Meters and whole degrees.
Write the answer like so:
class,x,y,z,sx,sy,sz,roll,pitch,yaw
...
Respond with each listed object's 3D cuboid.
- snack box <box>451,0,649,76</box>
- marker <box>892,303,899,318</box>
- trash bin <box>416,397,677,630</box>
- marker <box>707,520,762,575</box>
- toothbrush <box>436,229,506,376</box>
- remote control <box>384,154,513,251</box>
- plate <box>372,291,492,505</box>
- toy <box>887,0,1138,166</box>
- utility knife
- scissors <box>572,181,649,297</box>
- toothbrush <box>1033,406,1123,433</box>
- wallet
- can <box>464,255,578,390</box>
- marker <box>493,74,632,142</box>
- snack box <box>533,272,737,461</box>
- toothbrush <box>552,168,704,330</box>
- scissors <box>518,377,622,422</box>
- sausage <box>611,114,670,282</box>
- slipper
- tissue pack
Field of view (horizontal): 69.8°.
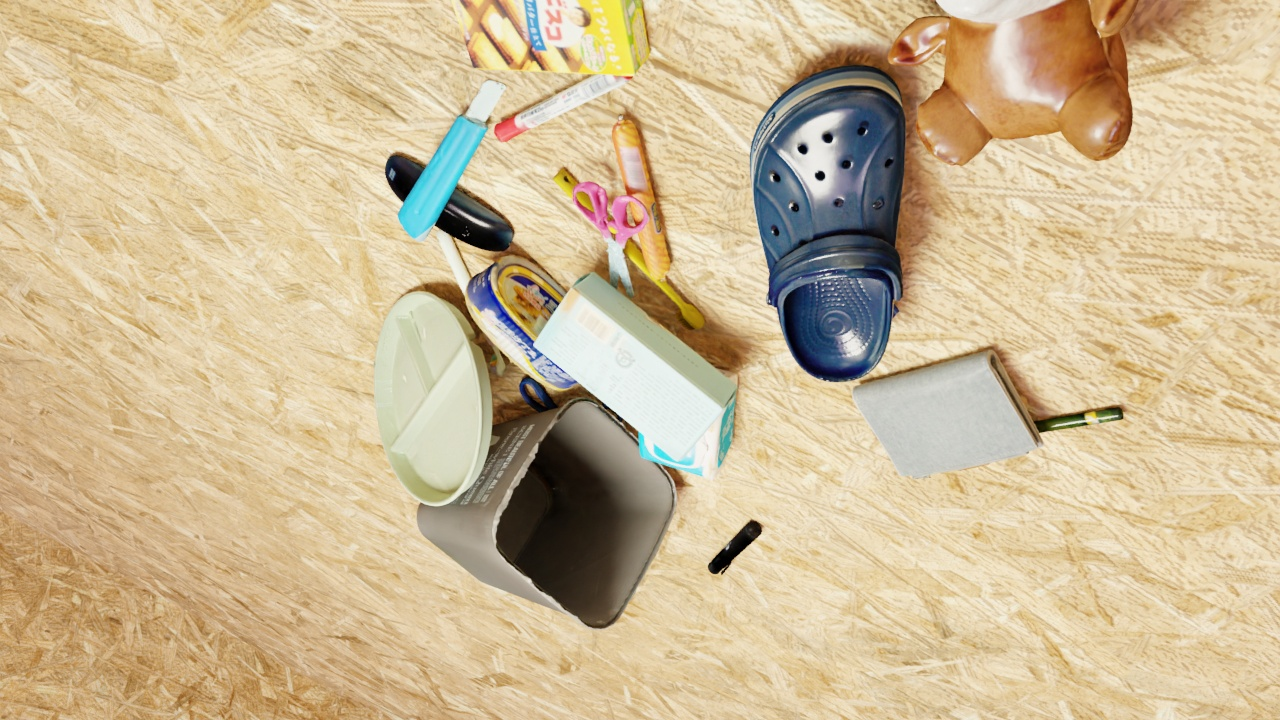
class,x,y,z,sx,sy,sz,roll,pitch,yaw
snack box,-0.068,-0.251,0.652,0.140,0.033,0.087,9,139,22
marker,0.159,-0.087,0.707,0.017,0.016,0.146,-14,125,42
trash bin,-0.117,0.165,1.026,0.220,0.198,0.198,-6,134,49
marker,0.112,0.226,1.094,0.022,0.020,0.132,37,143,7
toothbrush,-0.174,-0.058,0.951,0.020,0.029,0.190,-21,132,-6
remote control,-0.182,-0.142,0.855,0.136,0.024,0.053,32,141,-4
plate,-0.224,0.040,0.982,0.231,0.027,0.230,8,101,48
toy,0.190,-0.201,0.483,0.140,0.130,0.200,5,127,36
utility knife,-0.164,-0.172,0.794,0.034,0.018,0.186,40,129,-6
scissors,-0.030,-0.101,0.787,0.077,0.017,0.138,24,150,10
toothbrush,0.314,0.064,0.783,0.186,0.012,0.017,-18,84,43
wallet,0.262,0.049,0.784,0.130,0.036,0.106,-20,110,44
can,-0.099,-0.035,0.885,0.148,0.074,0.049,45,137,-19
marker,-0.063,-0.201,0.718,0.146,0.017,0.017,-12,127,40
snack box,-0.005,0.005,0.821,0.175,0.051,0.074,39,122,3
toothbrush,-0.009,-0.093,0.808,0.190,0.015,0.017,45,146,-20
scissors,-0.077,0.075,1.048,0.162,0.012,0.176,40,143,-16
sausage,0.002,-0.128,0.755,0.021,0.021,0.165,8,138,25
slipper,0.133,-0.077,0.651,0.105,0.095,0.253,-2,130,10
tissue pack,0.043,0.056,0.906,0.090,0.063,0.140,16,141,16
